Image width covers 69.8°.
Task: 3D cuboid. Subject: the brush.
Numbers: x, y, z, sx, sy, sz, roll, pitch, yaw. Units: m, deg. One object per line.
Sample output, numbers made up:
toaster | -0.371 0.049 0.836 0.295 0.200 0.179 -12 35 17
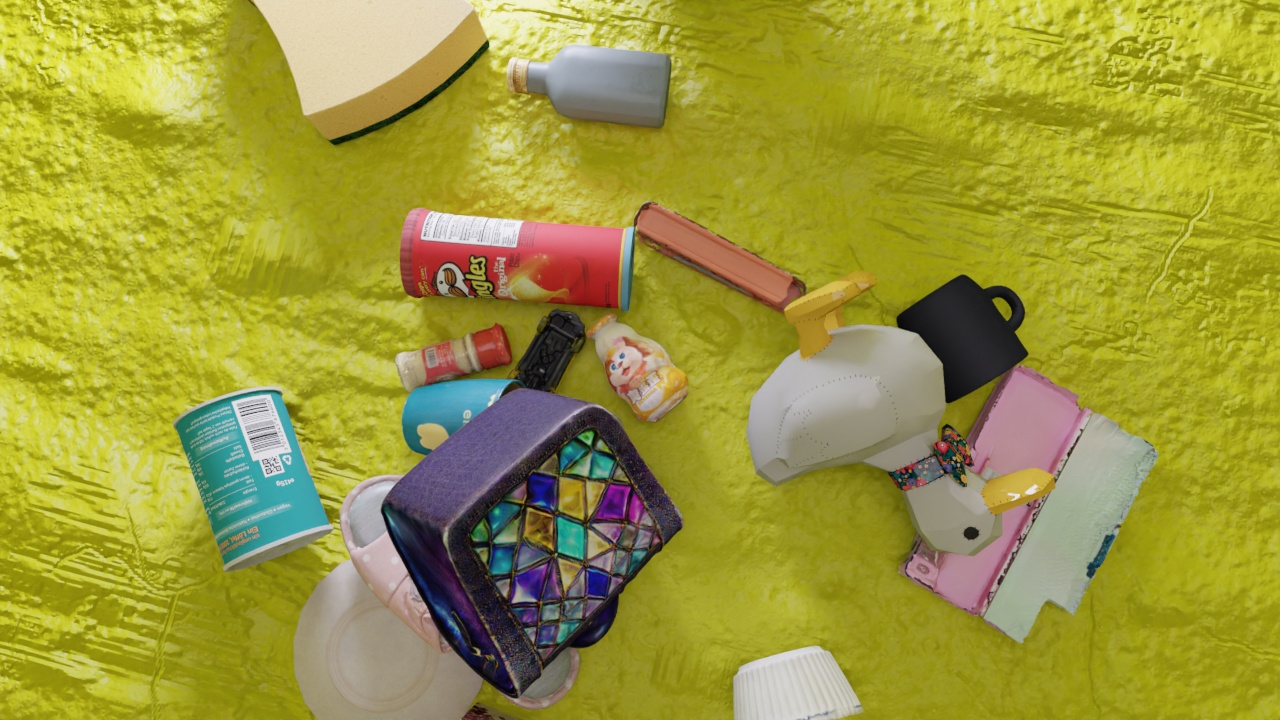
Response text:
brush | -0.298 -0.370 0.933 0.195 0.075 0.250 -33 82 -2

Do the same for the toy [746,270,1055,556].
toy | 0.209 0.058 0.816 0.247 0.140 0.267 -21 91 28

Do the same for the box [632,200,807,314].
box | 0.077 -0.100 0.896 0.187 0.053 0.058 26 52 4

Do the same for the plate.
plate | -0.239 0.275 0.867 0.189 0.027 0.188 0 82 3

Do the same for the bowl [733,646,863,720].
bowl | 0.131 0.294 0.811 0.115 0.115 0.062 -15 67 0

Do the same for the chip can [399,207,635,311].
chip can | -0.115 -0.096 0.883 0.213 0.087 0.087 5 82 2

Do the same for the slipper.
slipper | -0.165 0.209 0.845 0.274 0.055 0.114 42 66 3

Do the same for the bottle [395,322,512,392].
bottle | -0.182 -0.002 0.895 0.109 0.044 0.044 -16 82 1

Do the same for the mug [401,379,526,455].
mug | -0.164 0.072 0.868 0.104 0.084 0.112 1 113 18

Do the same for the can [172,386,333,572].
can | -0.361 0.110 0.858 0.099 0.099 0.144 -23 82 -1

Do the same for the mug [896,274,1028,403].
mug | 0.311 -0.031 0.859 0.121 0.085 0.094 -30 82 -18

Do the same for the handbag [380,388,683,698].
handbag | -0.082 0.156 0.781 0.204 0.126 0.222 -41 120 -28

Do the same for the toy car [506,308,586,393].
toy car | -0.091 0.000 0.896 0.049 0.030 0.107 31 91 7

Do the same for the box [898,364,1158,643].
box | 0.364 0.139 0.855 0.159 0.035 0.230 30 84 6

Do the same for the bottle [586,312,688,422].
bottle | -0.005 0.005 0.875 0.063 0.063 0.108 -41 82 -3

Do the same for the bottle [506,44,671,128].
bottle | -0.053 -0.279 0.924 0.161 0.046 0.072 7 83 4

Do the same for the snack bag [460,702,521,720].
snack bag | -0.086 0.391 0.810 0.070 0.094 0.206 -43 83 -4
